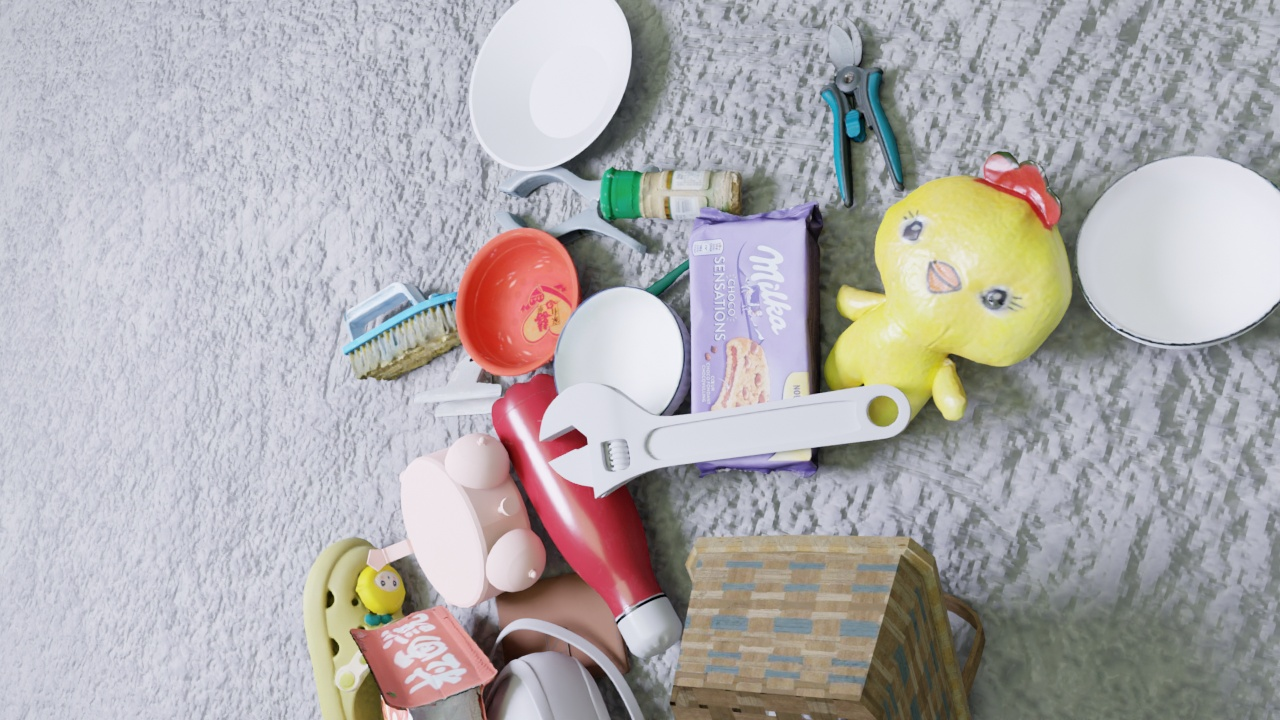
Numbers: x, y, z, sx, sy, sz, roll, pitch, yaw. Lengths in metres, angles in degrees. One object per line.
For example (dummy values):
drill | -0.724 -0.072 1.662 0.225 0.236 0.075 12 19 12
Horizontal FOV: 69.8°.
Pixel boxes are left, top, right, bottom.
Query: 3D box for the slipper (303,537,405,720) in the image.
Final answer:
slipper | -0.241 0.252 0.817 0.082 0.091 0.190 -13 79 25

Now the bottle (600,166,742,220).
bottle | 0.025 -0.133 0.734 0.111 0.043 0.043 2 83 11

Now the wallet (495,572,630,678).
wallet | -0.067 0.224 0.762 0.121 0.013 0.087 -19 73 27

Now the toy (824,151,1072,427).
toy | 0.201 -0.038 0.612 0.208 0.092 0.134 -52 60 25

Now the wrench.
wrench | 0.051 0.042 0.654 0.274 0.018 0.086 -11 82 23

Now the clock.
clock | -0.154 0.139 0.761 0.161 0.086 0.131 -26 83 43

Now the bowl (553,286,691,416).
bowl | -0.004 0.004 0.733 0.118 0.062 0.118 -5 79 29

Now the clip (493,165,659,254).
clip | -0.061 -0.119 0.807 0.164 0.027 0.106 3 85 31

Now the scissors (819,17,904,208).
scissors | 0.161 -0.184 0.694 0.131 0.019 0.150 37 102 28

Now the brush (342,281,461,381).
brush | -0.217 -0.038 0.865 0.136 0.055 0.075 -25 75 24

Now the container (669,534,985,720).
container | 0.126 0.209 0.572 0.158 0.185 0.250 -6 116 29

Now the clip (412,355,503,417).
clip | -0.155 0.027 0.840 0.102 0.053 0.057 -5 114 28

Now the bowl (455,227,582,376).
bowl | -0.098 -0.048 0.805 0.131 0.045 0.130 -5 80 29

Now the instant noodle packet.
instant noodle packet | -0.164 0.331 0.730 0.164 0.083 0.221 11 108 62

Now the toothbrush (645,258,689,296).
toothbrush | 0.006 -0.052 0.764 0.190 0.017 0.016 -37 83 21

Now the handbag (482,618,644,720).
handbag | -0.085 0.343 0.713 0.223 0.095 0.215 -62 37 27

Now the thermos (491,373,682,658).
thermos | -0.040 0.122 0.729 0.073 0.073 0.239 -40 66 19

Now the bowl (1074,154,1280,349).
bowl | 0.326 -0.060 0.553 0.114 0.063 0.113 -5 80 29

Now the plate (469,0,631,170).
plate | -0.075 -0.250 0.829 0.174 0.036 0.174 -5 80 29

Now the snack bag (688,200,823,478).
snack bag | 0.088 -0.016 0.684 0.096 0.058 0.205 -2 83 27
